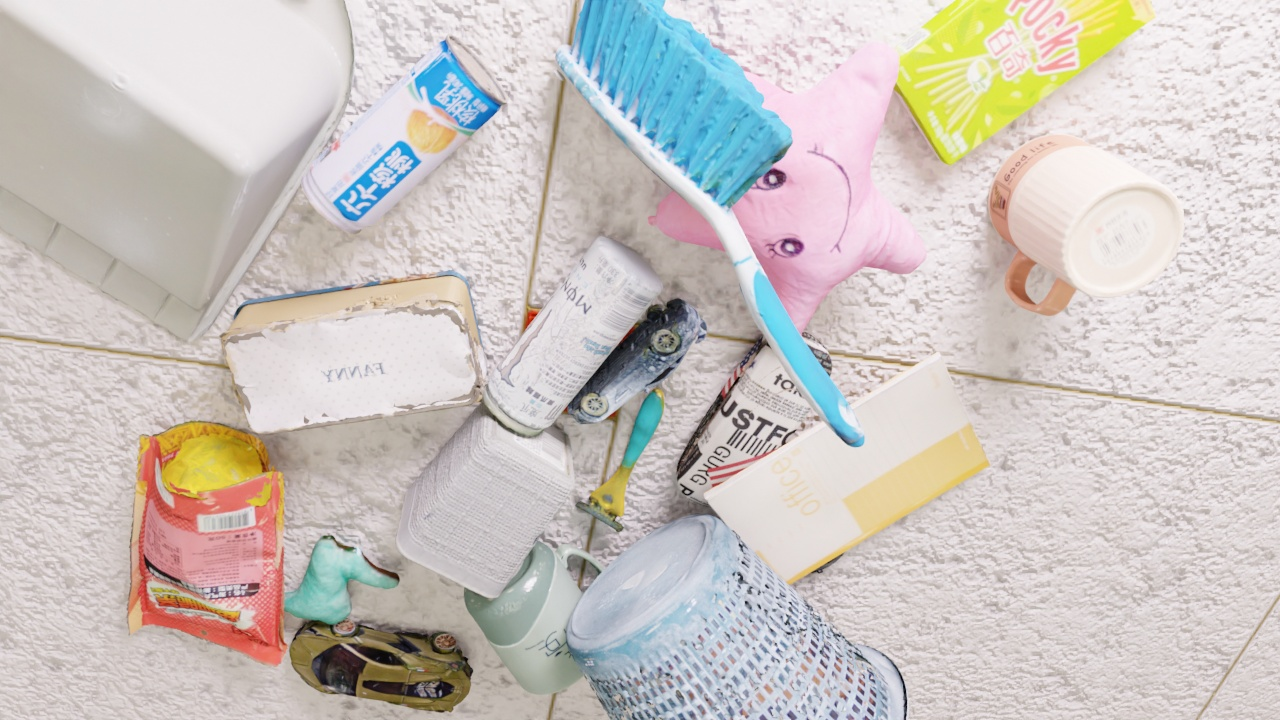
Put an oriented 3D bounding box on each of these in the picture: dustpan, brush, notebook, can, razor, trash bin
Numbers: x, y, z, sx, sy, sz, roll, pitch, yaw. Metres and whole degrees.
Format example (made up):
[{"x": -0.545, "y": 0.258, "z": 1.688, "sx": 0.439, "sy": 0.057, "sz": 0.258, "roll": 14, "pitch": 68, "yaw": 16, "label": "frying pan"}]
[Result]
[{"x": -0.306, "y": -0.171, "z": 0.575, "sx": 0.222, "sy": 0.142, "sz": 0.259, "roll": 37, "pitch": 138, "yaw": -21, "label": "dustpan"}, {"x": 0.057, "y": -0.095, "z": 0.551, "sx": 0.314, "sy": 0.060, "sz": 0.110, "roll": 47, "pitch": 118, "yaw": 10, "label": "brush"}, {"x": 0.169, "y": 0.094, "z": 0.731, "sx": 0.206, "sy": 0.010, "sz": 0.146, "roll": -32, "pitch": 127, "yaw": 7, "label": "notebook"}, {"x": -0.050, "y": -0.016, "z": 0.651, "sx": 0.058, "sy": 0.058, "sz": 0.147, "roll": 33, "pitch": 110, "yaw": -20, "label": "can"}, {"x": -0.008, "y": 0.074, "z": 0.720, "sx": 0.043, "sy": 0.028, "sz": 0.133, "roll": 31, "pitch": 117, "yaw": 14, "label": "razor"}, {"x": 0.057, "y": 0.236, "z": 0.707, "sx": 0.227, "sy": 0.226, "sz": 0.195, "roll": -35, "pitch": 100, "yaw": 12, "label": "trash bin"}, {"x": -0.150, "y": -0.140, "z": 0.580, "sx": 0.135, "sy": 0.053, "sz": 0.053, "roll": -38, "pitch": 115, "yaw": 14, "label": "can"}]

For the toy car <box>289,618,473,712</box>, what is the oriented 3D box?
[{"x": -0.225, "y": 0.266, "z": 0.795, "sx": 0.158, "sy": 0.042, "sz": 0.070, "roll": 13, "pitch": 115, "yaw": -9, "label": "toy car"}]

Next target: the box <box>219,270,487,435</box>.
[{"x": -0.204, "y": -0.004, "z": 0.645, "sx": 0.184, "sy": 0.060, "sz": 0.090, "roll": -6, "pitch": 117, "yaw": 0, "label": "box"}]

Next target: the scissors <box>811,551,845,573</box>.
[{"x": 0.186, "y": 0.117, "z": 0.769, "sx": 0.178, "sy": 0.014, "sz": 0.160, "roll": 11, "pitch": 116, "yaw": -12, "label": "scissors"}]

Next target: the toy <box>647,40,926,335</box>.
[{"x": 0.095, "y": -0.101, "z": 0.609, "sx": 0.178, "sy": 0.074, "sz": 0.195, "roll": -11, "pitch": 113, "yaw": 6, "label": "toy"}]

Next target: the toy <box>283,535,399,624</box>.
[{"x": -0.250, "y": 0.183, "z": 0.753, "sx": 0.096, "sy": 0.030, "sz": 0.092, "roll": 20, "pitch": 116, "yaw": -10, "label": "toy"}]

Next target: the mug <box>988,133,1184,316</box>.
[{"x": 0.289, "y": -0.085, "z": 0.619, "sx": 0.081, "sy": 0.105, "sz": 0.115, "roll": 16, "pitch": 115, "yaw": -13, "label": "mug"}]

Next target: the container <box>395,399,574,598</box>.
[{"x": -0.112, "y": 0.097, "z": 0.690, "sx": 0.090, "sy": 0.090, "sz": 0.114, "roll": 32, "pitch": 107, "yaw": -20, "label": "container"}]

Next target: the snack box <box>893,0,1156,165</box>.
[{"x": 0.242, "y": -0.209, "z": 0.595, "sx": 0.156, "sy": 0.026, "sz": 0.086, "roll": -36, "pitch": 116, "yaw": 13, "label": "snack box"}]

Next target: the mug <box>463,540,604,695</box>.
[{"x": -0.078, "y": 0.198, "z": 0.755, "sx": 0.111, "sy": 0.082, "sz": 0.106, "roll": -37, "pitch": 118, "yaw": -20, "label": "mug"}]

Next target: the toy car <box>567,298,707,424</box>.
[{"x": -0.004, "y": 0.004, "z": 0.668, "sx": 0.121, "sy": 0.054, "sz": 0.037, "roll": -39, "pitch": 112, "yaw": 15, "label": "toy car"}]

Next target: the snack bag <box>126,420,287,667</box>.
[{"x": -0.335, "y": 0.152, "z": 0.714, "sx": 0.128, "sy": 0.073, "sz": 0.208, "roll": 14, "pitch": 121, "yaw": -4, "label": "snack bag"}]

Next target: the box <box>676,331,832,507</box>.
[{"x": 0.086, "y": 0.049, "z": 0.702, "sx": 0.070, "sy": 0.055, "sz": 0.164, "roll": 12, "pitch": 117, "yaw": -36, "label": "box"}]
